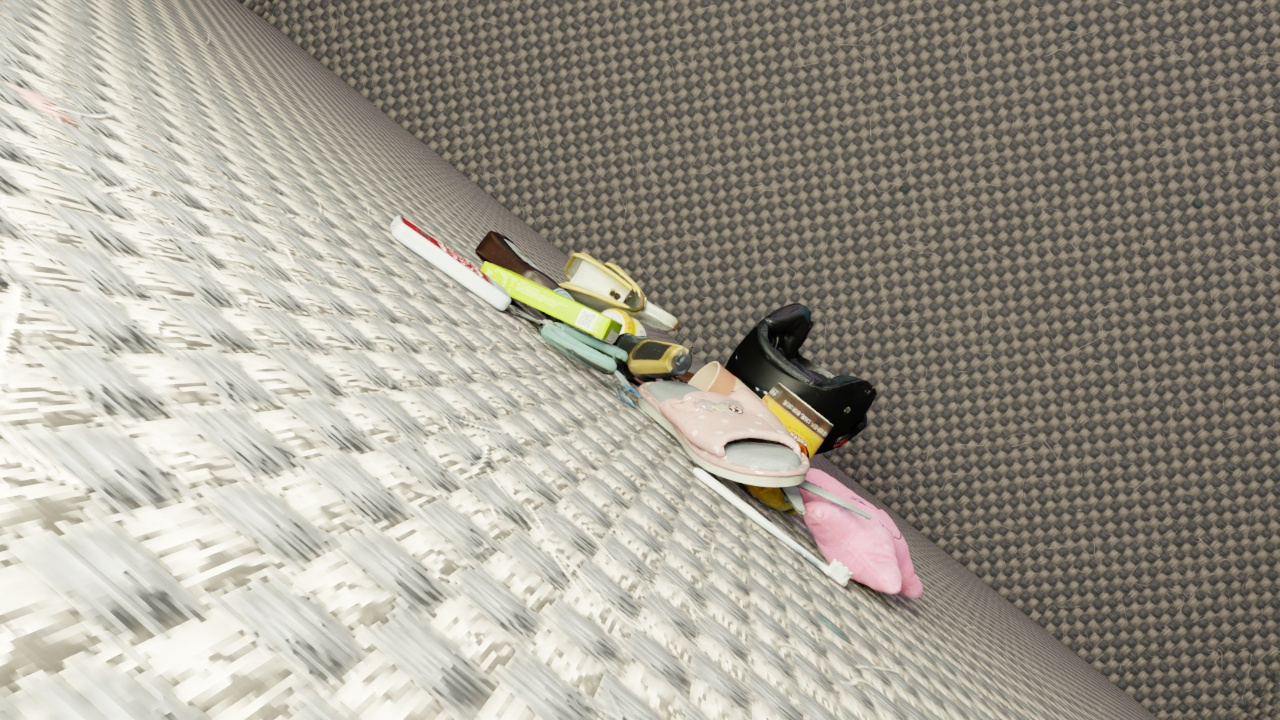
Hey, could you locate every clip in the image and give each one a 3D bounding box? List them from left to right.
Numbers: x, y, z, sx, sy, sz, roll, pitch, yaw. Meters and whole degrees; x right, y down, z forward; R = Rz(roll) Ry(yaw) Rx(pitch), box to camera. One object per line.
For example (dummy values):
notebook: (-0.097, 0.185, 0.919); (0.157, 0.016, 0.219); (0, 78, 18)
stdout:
clip: (-0.021, 0.028, 0.977); (0.025, 0.036, 0.058); (31, 11, -38)

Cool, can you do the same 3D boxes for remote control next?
remote control: (-0.187, -0.097, 0.911); (0.136, 0.020, 0.056); (35, 4, -24)

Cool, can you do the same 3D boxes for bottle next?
bottle: (-0.132, -0.095, 1.178); (0.195, 0.044, 0.080); (41, 6, 30)
bottle: (-0.021, -0.027, 1.239); (0.063, 0.063, 0.108); (41, 5, 34)

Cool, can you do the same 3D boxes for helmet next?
helmet: (0.259, 0.054, 1.552); (0.274, 0.230, 0.233); (32, 22, -43)

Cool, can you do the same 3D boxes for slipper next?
slipper: (0.077, 0.058, 0.923); (0.114, 0.054, 0.274); (1, 15, -23)

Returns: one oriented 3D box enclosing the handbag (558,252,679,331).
handbag: (-0.031, -0.086, 1.288); (0.178, 0.063, 0.163); (23, -8, -6)

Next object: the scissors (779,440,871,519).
scissors: (0.141, 0.107, 0.944); (0.221, 0.022, 0.227); (19, 14, 23)

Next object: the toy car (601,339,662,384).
toy car: (-0.007, 0.007, 1.177); (0.122, 0.037, 0.056); (35, 7, -42)

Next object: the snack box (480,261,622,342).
snack box: (-0.099, -0.065, 1.026); (0.156, 0.026, 0.085); (25, 2, 9)

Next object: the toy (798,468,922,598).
toy: (0.217, 0.176, 0.959); (0.178, 0.075, 0.194); (49, 10, 30)

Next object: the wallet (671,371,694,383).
wallet: (0.054, 0.025, 1.412); (0.124, 0.032, 0.101); (27, 6, 16)

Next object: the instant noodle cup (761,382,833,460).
instant noodle cup: (0.183, 0.101, 1.209); (0.118, 0.114, 0.118); (38, 5, -4)

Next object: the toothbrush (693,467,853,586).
toothbrush: (0.123, 0.152, 0.850); (0.180, 0.016, 0.016); (36, 2, -3)

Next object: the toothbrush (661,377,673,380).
toothbrush: (0.002, -0.003, 1.326); (0.026, 0.027, 0.212); (11, 24, -38)

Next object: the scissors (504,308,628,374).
scissors: (-0.058, -0.015, 0.969); (0.171, 0.019, 0.169); (30, 7, 42)

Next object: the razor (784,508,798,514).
razor: (0.176, 0.161, 1.095); (0.028, 0.043, 0.132); (13, 8, 4)

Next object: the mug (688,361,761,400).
mug: (0.114, 0.068, 1.306); (0.106, 0.081, 0.115); (38, -25, -15)

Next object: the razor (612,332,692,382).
razor: (0.013, -0.004, 1.037); (0.067, 0.062, 0.168); (43, -12, -15)

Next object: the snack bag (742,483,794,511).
snack bag: (0.110, 0.106, 1.072); (0.110, 0.039, 0.191); (23, 12, -30)
